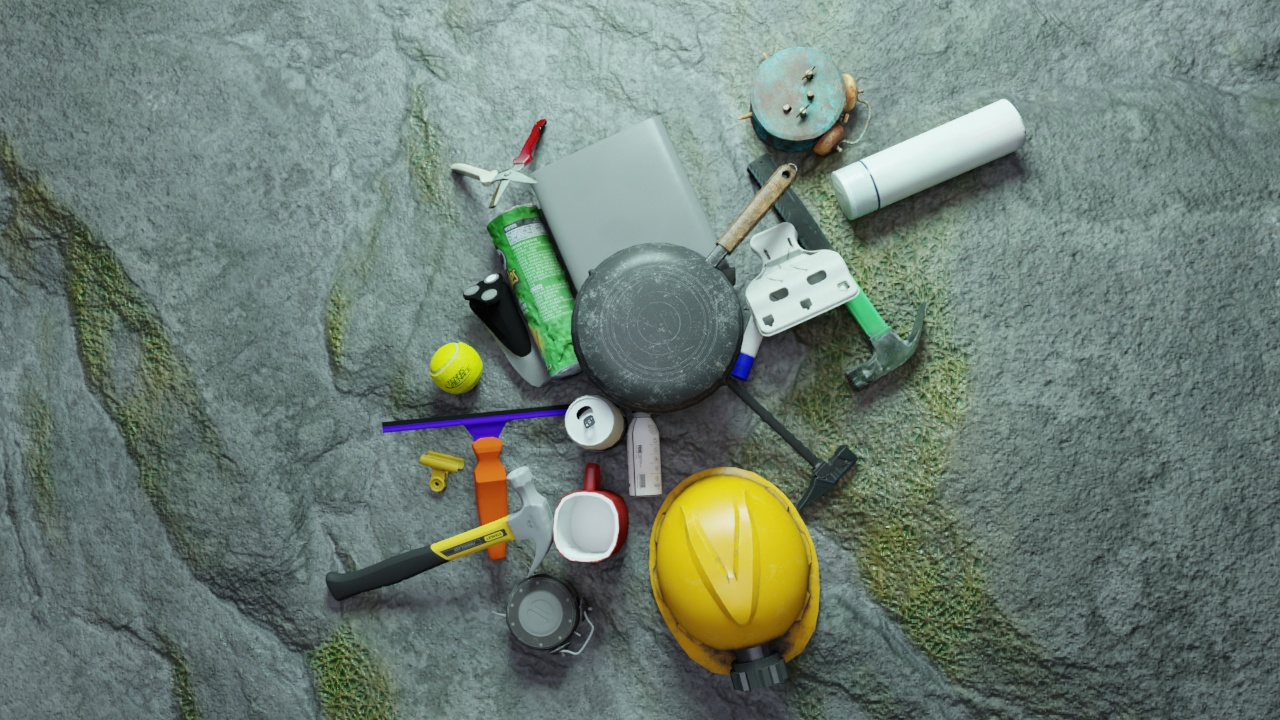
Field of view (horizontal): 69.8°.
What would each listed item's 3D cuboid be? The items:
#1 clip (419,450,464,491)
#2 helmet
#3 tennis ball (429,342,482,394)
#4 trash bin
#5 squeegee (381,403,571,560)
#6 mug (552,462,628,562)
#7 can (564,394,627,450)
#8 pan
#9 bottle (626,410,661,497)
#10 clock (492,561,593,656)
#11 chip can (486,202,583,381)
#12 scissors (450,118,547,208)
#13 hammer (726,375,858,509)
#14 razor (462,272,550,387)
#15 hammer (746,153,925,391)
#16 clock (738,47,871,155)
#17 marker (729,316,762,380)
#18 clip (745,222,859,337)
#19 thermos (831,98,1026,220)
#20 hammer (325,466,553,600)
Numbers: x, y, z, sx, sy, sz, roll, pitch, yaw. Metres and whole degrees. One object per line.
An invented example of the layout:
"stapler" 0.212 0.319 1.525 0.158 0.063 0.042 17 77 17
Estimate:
"clip" -0.258 0.142 1.181 0.054 0.046 0.048 13 60 6
"helmet" 0.108 0.251 1.076 0.205 0.131 0.255 -15 81 5
"tennis ball" -0.235 0.010 1.174 0.065 0.065 0.065 -1 83 6
"trash bin" -0.011 -0.161 1.153 0.192 0.097 0.219 -24 80 3
"squeegee" -0.189 0.158 1.156 0.249 0.055 0.184 -5 86 -14
"mug" -0.058 0.184 1.118 0.080 0.096 0.116 2 84 6
"can" -0.054 0.076 1.114 0.064 0.127 0.064 -1 83 6
"pan" 0.070 -0.099 1.064 0.207 0.040 0.356 39 85 3
"bottle" 0.004 0.112 1.148 0.041 0.041 0.116 -3 83 6
"clock" -0.115 0.313 1.136 0.123 0.044 0.091 31 88 9
"chip can" -0.122 -0.085 1.168 0.075 0.075 0.223 -23 82 3
"scissors" -0.182 -0.249 1.177 0.180 0.015 0.198 -5 43 28
"hammer" 0.118 0.045 1.106 0.325 0.015 0.095 43 90 -9
"razor" -0.165 -0.035 1.179 0.057 0.060 0.156 -32 100 -9
"hammer" 0.236 -0.126 1.155 0.130 0.032 0.318 -34 81 3
"clock" 0.213 -0.323 1.157 0.158 0.073 0.121 20 86 7
"marker" 0.146 -0.040 1.157 0.023 0.027 0.133 20 84 8
"clip" 0.187 -0.092 1.119 0.127 0.110 0.150 -23 44 5
"thermos" 0.354 -0.248 1.137 0.230 0.068 0.068 -24 81 3
"hammer" -0.251 0.239 1.136 0.324 0.029 0.127 -22 101 17
